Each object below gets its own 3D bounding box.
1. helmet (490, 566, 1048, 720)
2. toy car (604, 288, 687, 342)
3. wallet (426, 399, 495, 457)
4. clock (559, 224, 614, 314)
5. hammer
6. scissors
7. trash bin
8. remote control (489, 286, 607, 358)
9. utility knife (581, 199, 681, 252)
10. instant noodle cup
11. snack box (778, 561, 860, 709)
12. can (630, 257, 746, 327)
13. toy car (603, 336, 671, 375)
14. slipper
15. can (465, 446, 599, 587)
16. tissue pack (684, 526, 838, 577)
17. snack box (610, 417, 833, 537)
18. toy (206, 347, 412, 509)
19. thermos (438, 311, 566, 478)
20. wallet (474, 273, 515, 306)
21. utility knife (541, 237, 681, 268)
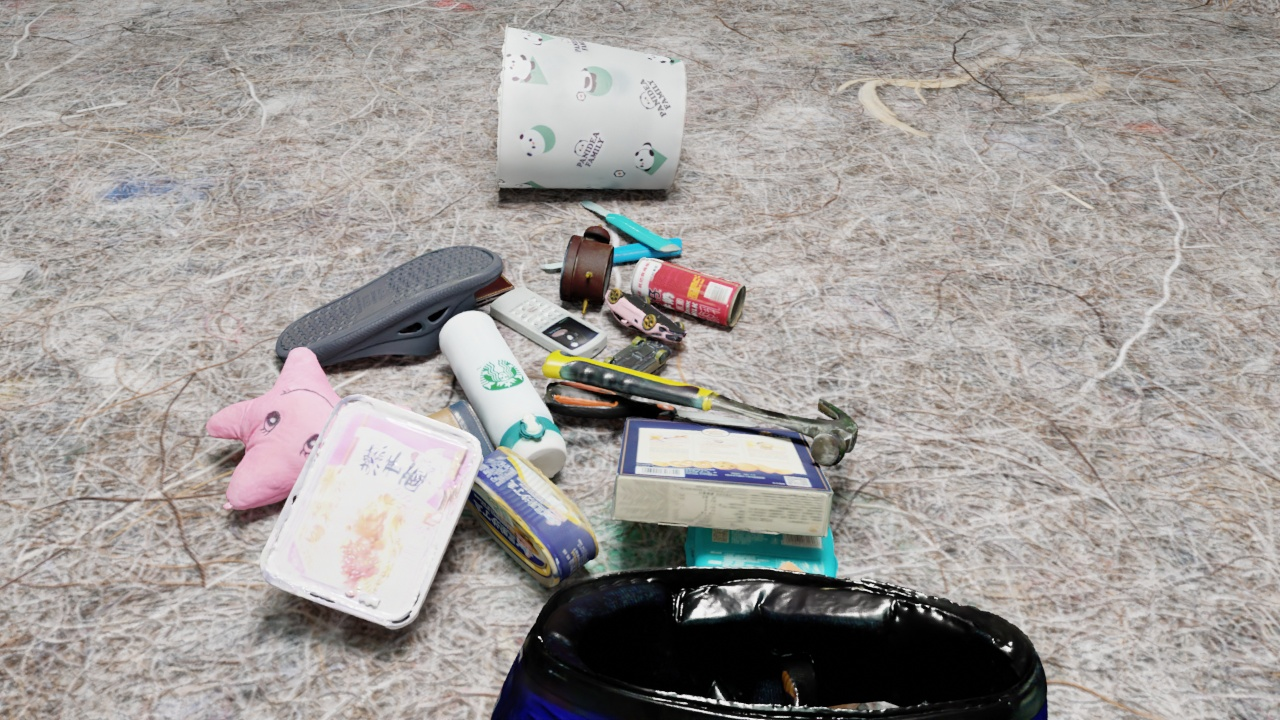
[{"bbox_3d":[0.064,0.264,0.538,0.316,0.240,0.247,1,10,9],"label":"helmet"},{"bbox_3d":[0.003,-0.050,1.074,0.056,0.037,0.122,10,20,-43],"label":"toy car"},{"bbox_3d":[-0.196,0.096,0.869,0.115,0.033,0.090,-23,81,-37],"label":"wallet"},{"bbox_3d":[-0.063,-0.117,1.127,0.055,0.082,0.121,11,41,3],"label":"clock"},{"bbox_3d":[0.054,0.038,0.909,0.324,0.032,0.126,13,13,22],"label":"hammer"},{"bbox_3d":[0.011,0.046,0.974,0.234,0.022,0.143,4,14,-24],"label":"scissors"},{"bbox_3d":[-0.074,-0.345,1.308,0.252,0.230,0.229,4,39,-8],"label":"trash bin"},{"bbox_3d":[-0.109,-0.044,1.082,0.150,0.021,0.058,29,46,29],"label":"remote control"},{"bbox_3d":[-0.019,-0.185,1.251,0.029,0.013,0.223,-22,37,-27],"label":"utility knife"},{"bbox_3d":[-0.224,0.130,0.784,0.138,0.060,0.173,20,67,0],"label":"instant noodle cup"},{"bbox_3d":[0.121,0.229,0.704,0.094,0.093,0.076,32,48,30],"label":"snack box"},{"bbox_3d":[0.057,-0.084,1.115,0.133,0.053,0.053,18,42,18],"label":"can"},{"bbox_3d":[-0.006,0.006,1.015,0.042,0.035,0.090,28,42,29],"label":"toy car"},{"bbox_3d":[-0.275,-0.048,1.045,0.268,0.083,0.110,-25,36,-5],"label":"slipper"},{"bbox_3d":[-0.103,0.138,0.820,0.049,0.075,0.148,-32,50,-31],"label":"can"},{"bbox_3d":[0.104,0.178,0.801,0.133,0.050,0.093,5,39,4],"label":"tissue pack"},{"bbox_3d":[0.069,0.102,0.837,0.178,0.046,0.182,4,11,1],"label":"snack box"},{"bbox_3d":[-0.318,0.083,0.874,0.194,0.075,0.178,30,57,14],"label":"toy"},{"bbox_3d":[-0.142,0.035,0.944,0.073,0.073,0.224,-16,43,-22],"label":"thermos"},{"bbox_3d":[-0.230,-0.093,1.139,0.122,0.020,0.096,-24,51,-30],"label":"wallet"},{"bbox_3d":[-0.035,-0.137,1.203,0.194,0.018,0.034,-10,31,-15],"label":"utility knife"}]
